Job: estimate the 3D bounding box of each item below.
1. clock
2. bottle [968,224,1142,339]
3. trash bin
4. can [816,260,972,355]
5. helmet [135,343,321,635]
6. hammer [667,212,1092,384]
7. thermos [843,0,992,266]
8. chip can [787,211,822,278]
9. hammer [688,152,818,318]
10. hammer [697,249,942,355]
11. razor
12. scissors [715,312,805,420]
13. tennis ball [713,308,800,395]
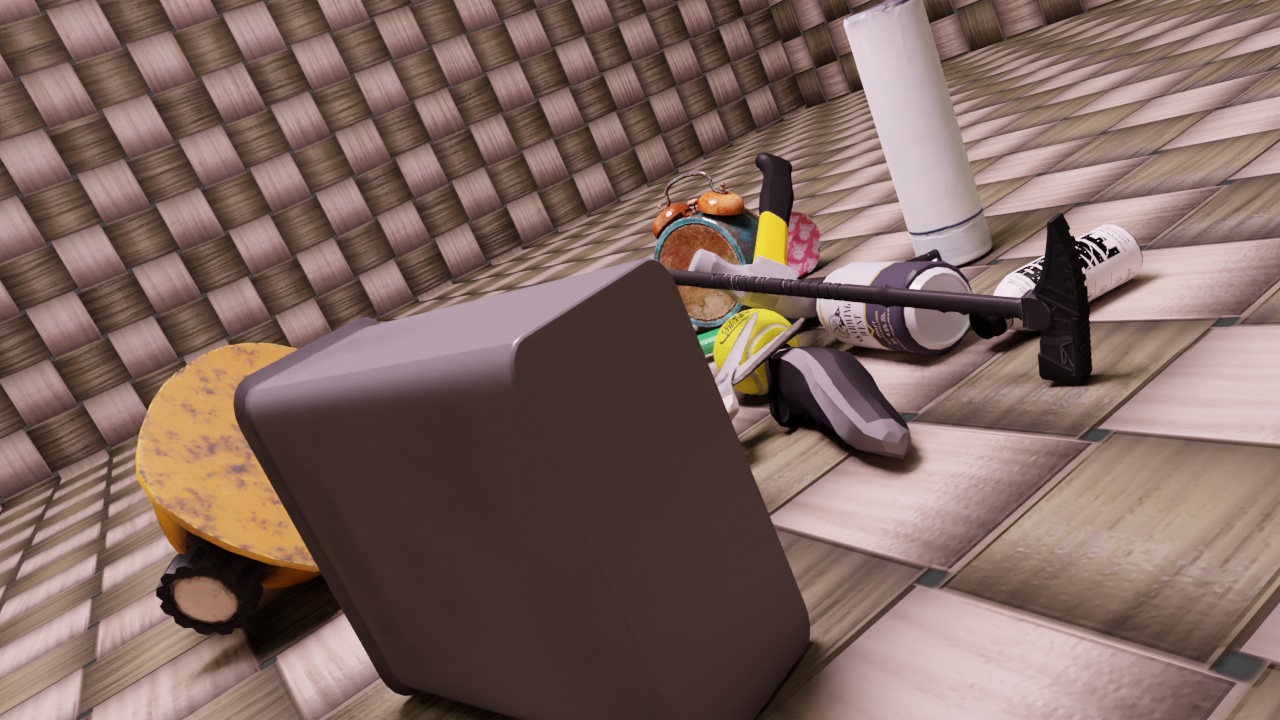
[{"bbox_3d":[0.073,-0.116,0.938,0.122,0.157,0.073,-12,12,41],"label":"clock"},{"bbox_3d":[0.269,-0.048,0.603,0.116,0.041,0.041,-27,14,-10],"label":"bottle"},{"bbox_3d":[-0.061,0.068,0.418,0.220,0.192,0.097,-8,21,45],"label":"trash bin"},{"bbox_3d":[0.180,-0.040,0.672,0.064,0.064,0.127,-28,14,-16],"label":"can"},{"bbox_3d":[-0.305,0.110,0.748,0.132,0.205,0.254,-56,16,25],"label":"helmet"},{"bbox_3d":[0.124,-0.052,0.602,0.325,0.095,0.015,10,35,45],"label":"hammer"},{"bbox_3d":[0.241,-0.193,0.791,0.068,0.230,0.068,-21,15,6],"label":"thermos"},{"bbox_3d":[0.126,-0.132,1.088,0.075,0.075,0.223,-28,14,-16],"label":"chip can"},{"bbox_3d":[0.122,-0.127,0.840,0.127,0.029,0.322,20,32,-1],"label":"hammer"},{"bbox_3d":[0.114,-0.033,0.830,0.319,0.032,0.130,-19,14,18],"label":"hammer"},{"bbox_3d":[0.123,0.024,0.566,0.060,0.057,0.156,-58,17,-3],"label":"razor"},{"bbox_3d":[0.034,0.047,0.604,0.199,0.015,0.179,-38,21,21],"label":"scissors"},{"bbox_3d":[0.089,-0.007,0.699,0.065,0.065,0.065,-23,14,6],"label":"tennis ball"}]
